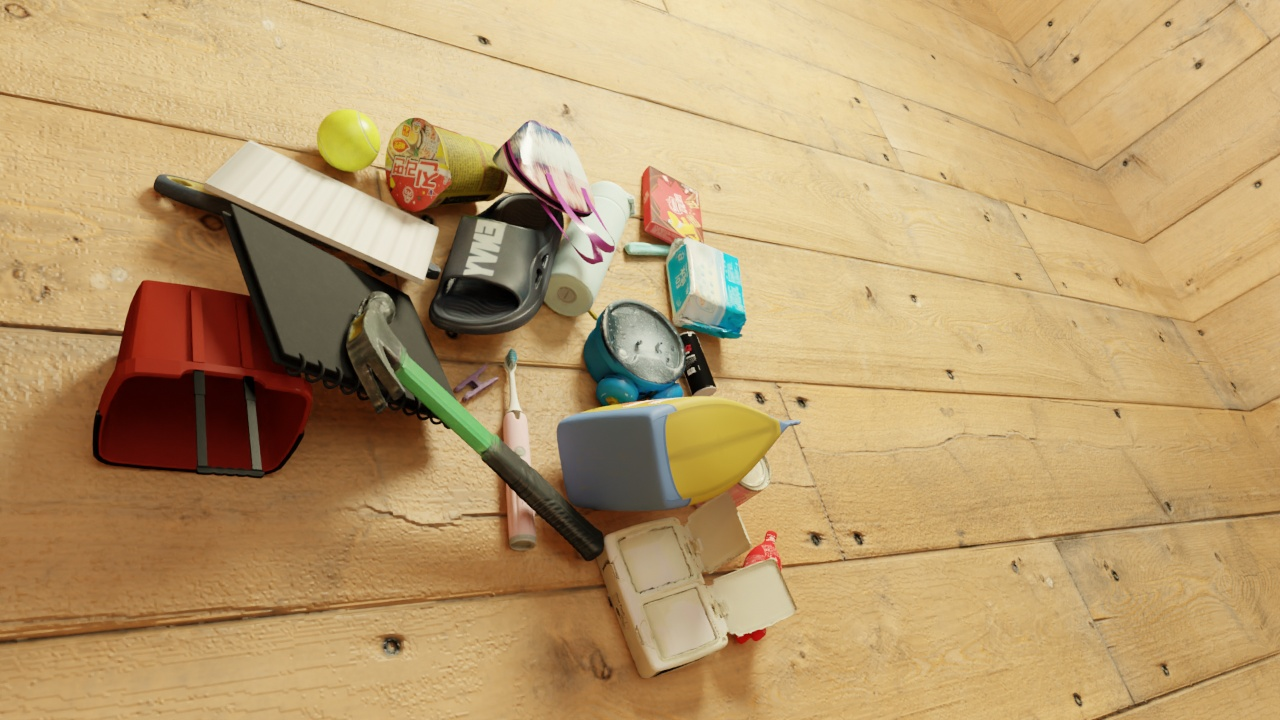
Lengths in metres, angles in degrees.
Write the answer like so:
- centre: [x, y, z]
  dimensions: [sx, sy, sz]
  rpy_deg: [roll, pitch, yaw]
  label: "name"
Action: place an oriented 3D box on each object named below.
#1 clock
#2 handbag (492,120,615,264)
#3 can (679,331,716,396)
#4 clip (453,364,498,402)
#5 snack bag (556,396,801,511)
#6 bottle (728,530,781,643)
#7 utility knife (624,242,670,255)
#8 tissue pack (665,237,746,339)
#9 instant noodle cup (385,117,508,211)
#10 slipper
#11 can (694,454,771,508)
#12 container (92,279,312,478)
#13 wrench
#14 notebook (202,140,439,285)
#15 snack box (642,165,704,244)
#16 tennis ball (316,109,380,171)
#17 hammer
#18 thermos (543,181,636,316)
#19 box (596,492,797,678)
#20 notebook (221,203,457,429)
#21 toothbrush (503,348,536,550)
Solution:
- centre: [-0.006, 0.006, 1.056]
  dimensions: [0.116, 0.061, 0.161]
  rpy_deg: [10, 55, -35]
  label: "clock"
- centre: [-0.084, -0.178, 1.022]
  dimensions: [0.144, 0.068, 0.170]
  rpy_deg: [9, 44, -59]
  label: "handbag"
- centre: [0.067, 0.006, 1.134]
  dimensions: [0.031, 0.032, 0.080]
  rpy_deg: [2, 58, -38]
  label: "can"
- centre: [-0.168, 0.025, 0.944]
  dimensions: [0.036, 0.013, 0.051]
  rpy_deg: [45, 44, 0]
  label: "clip"
- centre: [0.042, 0.085, 0.944]
  dimensions: [0.204, 0.159, 0.102]
  rpy_deg: [-10, 91, -41]
  label: "snack bag"
- centre: [0.128, 0.241, 0.995]
  dimensions: [0.042, 0.042, 0.141]
  rpy_deg: [38, 43, -10]
  label: "bottle"
- centre: [0.041, -0.150, 1.245]
  dimensions: [0.158, 0.015, 0.022]
  rpy_deg: [-3, 40, -41]
  label: "utility knife"
- centre: [0.084, -0.092, 1.201]
  dimensions: [0.092, 0.062, 0.144]
  rpy_deg: [18, 46, -26]
  label: "tissue pack"
- centre: [-0.215, -0.218, 1.040]
  dimensions: [0.112, 0.101, 0.100]
  rpy_deg: [-10, 66, -53]
  label: "instant noodle cup"
- centre: [-0.145, -0.127, 1.001]
  dimensions: [0.111, 0.083, 0.267]
  rpy_deg: [12, 41, 5]
  label: "slipper"
- centre: [0.097, 0.131, 1.029]
  dimensions: [0.067, 0.076, 0.067]
  rpy_deg: [21, 48, -26]
  label: "can"
- centre: [-0.335, 0.042, 0.709]
  dimensions: [0.148, 0.127, 0.200]
  rpy_deg: [10, 44, -35]
  label: "container"
- centre: [-0.329, -0.129, 0.900]
  dimensions: [0.273, 0.022, 0.073]
  rpy_deg: [18, 23, -19]
  label: "wrench"
- centre: [-0.308, -0.150, 0.918]
  dimensions: [0.209, 0.009, 0.142]
  rpy_deg: [24, 24, -17]
  label: "notebook"
- centre: [0.045, -0.209, 1.280]
  dimensions: [0.089, 0.021, 0.132]
  rpy_deg: [23, 41, -24]
  label: "snack box"
- centre: [-0.313, -0.236, 0.986]
  dimensions: [0.065, 0.065, 0.065]
  rpy_deg: [21, 48, -25]
  label: "tennis ball"
- centre: [-0.139, 0.078, 0.827]
  dimensions: [0.319, 0.032, 0.130]
  rpy_deg: [48, 11, -26]
  label: "hammer"
- centre: [-0.063, -0.143, 1.119]
  dimensions: [0.078, 0.065, 0.206]
  rpy_deg: [4, 44, 14]
  label: "thermos"
- centre: [0.060, 0.211, 0.903]
  dimensions: [0.186, 0.101, 0.145]
  rpy_deg: [-18, 69, -17]
  label: "box"
- centre: [-0.254, -0.029, 0.813]
  dimensions: [0.169, 0.019, 0.231]
  rpy_deg: [60, 13, 27]
  label: "notebook"
- centre: [-0.125, 0.083, 0.923]
  dimensions: [0.027, 0.027, 0.222]
  rpy_deg: [7, 54, -24]
  label: "toothbrush"
